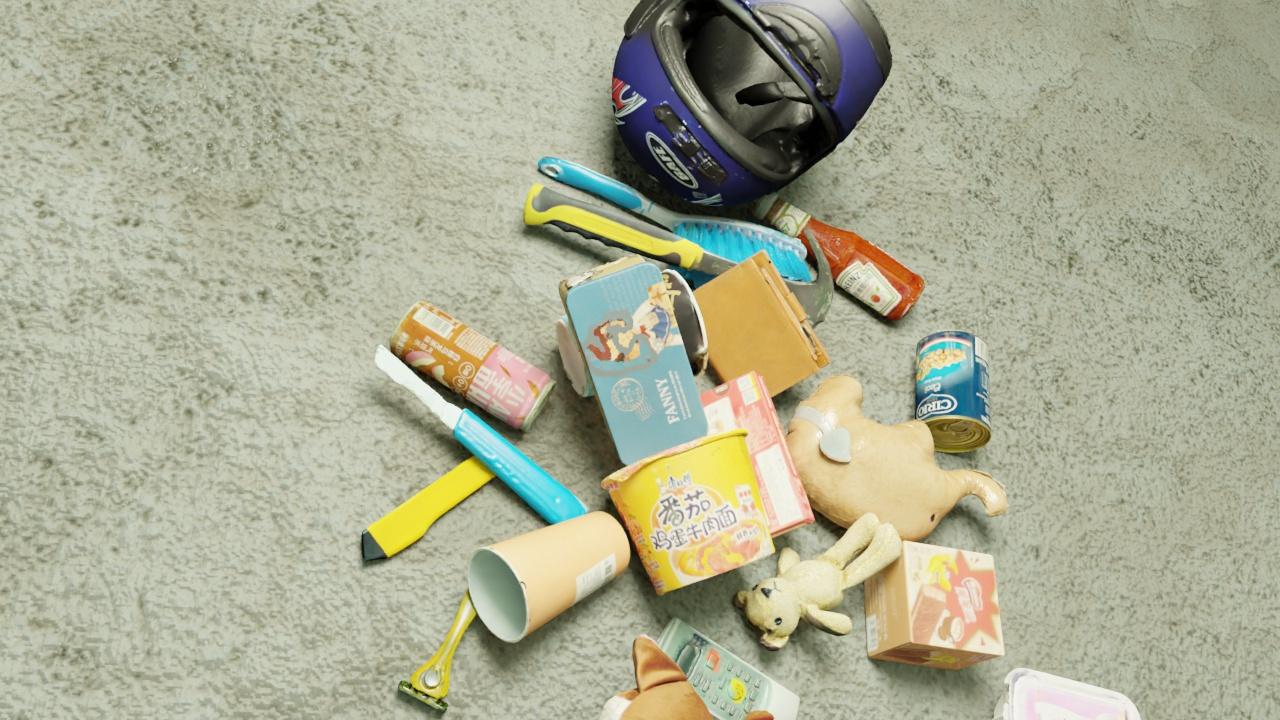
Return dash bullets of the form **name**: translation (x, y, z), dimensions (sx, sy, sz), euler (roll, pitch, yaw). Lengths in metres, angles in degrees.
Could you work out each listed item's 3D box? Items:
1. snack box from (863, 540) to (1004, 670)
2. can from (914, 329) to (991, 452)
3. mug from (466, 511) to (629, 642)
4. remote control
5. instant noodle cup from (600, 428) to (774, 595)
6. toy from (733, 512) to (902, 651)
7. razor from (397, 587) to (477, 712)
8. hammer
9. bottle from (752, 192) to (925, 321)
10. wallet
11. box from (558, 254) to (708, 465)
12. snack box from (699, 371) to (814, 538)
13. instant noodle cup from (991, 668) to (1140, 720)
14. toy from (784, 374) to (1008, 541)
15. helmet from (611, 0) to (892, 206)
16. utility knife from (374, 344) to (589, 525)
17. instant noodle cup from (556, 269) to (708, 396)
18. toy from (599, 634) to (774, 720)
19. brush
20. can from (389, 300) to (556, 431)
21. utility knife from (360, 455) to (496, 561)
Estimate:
- **snack box**: translation (0.267, 0.226, 0.844), dimensions (0.094, 0.077, 0.092), euler (12, 60, -12)
- **can**: translation (0.329, 0.031, 0.968), dimensions (0.075, 0.075, 0.111), euler (17, 59, -9)
- **mug**: translation (-0.070, 0.171, 0.757), dimensions (0.122, 0.078, 0.078), euler (-17, 68, -42)
- **remote control**: translation (0.071, 0.280, 0.787), dimensions (0.135, 0.019, 0.056), euler (33, 58, 1)
- **instant noodle cup**: translation (0.047, 0.134, 0.797), dimensions (0.137, 0.138, 0.109), euler (-14, 76, -24)
- **toy**: translation (0.161, 0.193, 0.820), dimensions (0.157, 0.066, 0.105), euler (-33, 46, -7)
- **razor**: translation (-0.147, 0.216, 0.750), dimensions (0.043, 0.028, 0.132), euler (26, 56, 1)
- **hammer**: translation (0.039, -0.112, 0.924), dimensions (0.323, 0.126, 0.031), euler (20, 20, 1)
- **bottle**: translation (0.218, -0.122, 1.024), dimensions (0.206, 0.060, 0.059), euler (34, 58, 2)
- **wallet**: translation (0.110, -0.028, 0.904), dimensions (0.132, 0.108, 0.031), euler (57, 17, -5)
- **box**: translation (-0.005, 0.005, 0.801), dimensions (0.089, 0.061, 0.184), euler (-22, 105, -6)
- **snack box**: translation (0.102, 0.093, 0.867), dimensions (0.025, 0.075, 0.152), euler (25, 43, -58)
- **instant noodle cup**: translation (0.369, 0.374, 0.809), dimensions (0.138, 0.060, 0.173), euler (17, 58, -9)
- **toy**: translation (0.243, 0.114, 0.894), dimensions (0.226, 0.083, 0.143), euler (30, 76, -4)
- **helmet**: translation (0.092, -0.276, 0.931), dimensions (0.247, 0.315, 0.240), euler (43, 100, -17)
- **utility knife**: translation (-0.142, 0.068, 0.809), dimensions (0.236, 0.018, 0.034), euler (42, 61, -6)
- **instant noodle cup**: translation (-0.013, -0.019, 0.874), dimensions (0.120, 0.111, 0.111), euler (-18, 69, -17)
- **toy**: translation (0.039, 0.316, 0.704), dimensions (0.199, 0.131, 0.139), euler (42, 54, -19)
- **brush**: translation (0.036, -0.139, 0.983), dimensions (0.314, 0.061, 0.109), euler (13, 54, -8)
- **can**: translation (-0.153, 0.005, 0.839), dimensions (0.147, 0.058, 0.057), euler (31, 58, 0)
- **utility knife**: translation (-0.173, 0.121, 0.796), dimensions (0.163, 0.015, 0.033), euler (-34, 85, -30)
